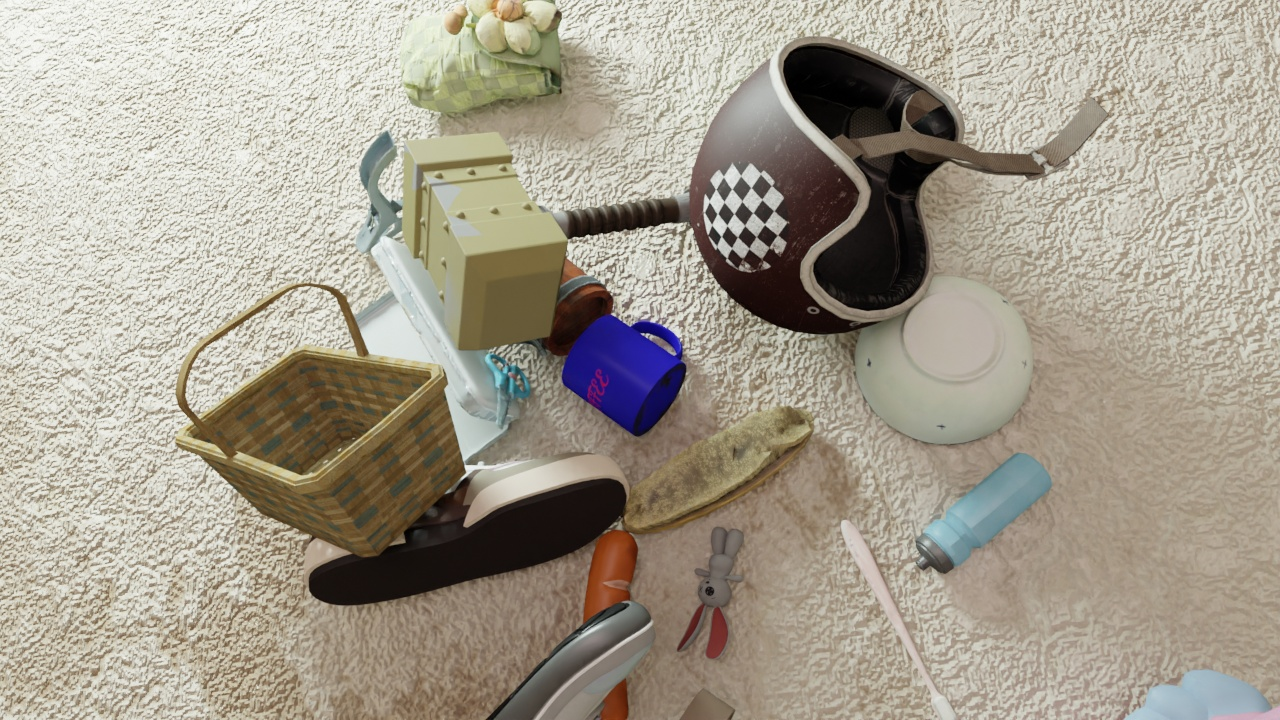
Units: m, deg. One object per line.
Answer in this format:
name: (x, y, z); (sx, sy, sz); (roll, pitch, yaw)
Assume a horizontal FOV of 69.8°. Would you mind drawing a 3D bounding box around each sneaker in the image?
sneaker: (-0.047, 0.316, 0.708); (0.160, 0.093, 0.257); (47, 106, 11)
sneaker: (-0.155, 0.123, 0.820); (0.294, 0.112, 0.116); (-19, 51, 9)

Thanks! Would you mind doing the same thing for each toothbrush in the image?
toothbrush: (0.211, 0.214, 0.760); (0.015, 0.018, 0.181); (-25, 68, 0)

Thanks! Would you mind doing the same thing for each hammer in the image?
hammer: (-0.033, -0.128, 0.833); (0.324, 0.101, 0.190); (-13, 50, -26)

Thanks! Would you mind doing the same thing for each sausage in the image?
sausage: (-0.028, 0.228, 0.785); (0.044, 0.039, 0.164); (-5, 70, 24)

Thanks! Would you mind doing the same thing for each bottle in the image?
bottle: (0.281, 0.131, 0.764); (0.130, 0.040, 0.040); (-38, 69, -4)

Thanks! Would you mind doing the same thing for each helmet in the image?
helmet: (0.168, -0.145, 0.755); (0.234, 0.254, 0.232); (44, 47, 13)

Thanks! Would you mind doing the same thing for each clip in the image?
clip: (-0.238, -0.178, 0.908); (0.169, 0.164, 0.031); (-32, 68, 1)

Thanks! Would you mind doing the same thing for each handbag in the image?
handbag: (-0.170, -0.333, 0.966); (0.186, 0.117, 0.113); (-8, 70, 5)

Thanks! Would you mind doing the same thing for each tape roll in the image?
tape roll: (0.037, 0.306, 0.717); (0.030, 0.094, 0.093); (29, 78, 18)

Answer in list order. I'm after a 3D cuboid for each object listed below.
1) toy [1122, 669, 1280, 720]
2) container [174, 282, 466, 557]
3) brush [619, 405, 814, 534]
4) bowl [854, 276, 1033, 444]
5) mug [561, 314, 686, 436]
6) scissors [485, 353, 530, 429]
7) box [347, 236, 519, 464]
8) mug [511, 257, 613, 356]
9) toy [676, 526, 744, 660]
toy: (0.370, 0.307, 0.655); (0.222, 0.120, 0.171); (2, 81, 10)
container: (-0.281, 0.039, 0.767); (0.250, 0.186, 0.157); (7, 40, 42)
brush: (0.068, 0.096, 0.812); (0.195, 0.043, 0.059); (-29, 69, 1)
bowl: (0.267, -0.009, 0.799); (0.153, 0.073, 0.153); (-3, 69, 8)
mug: (-0.005, 0.005, 0.846); (0.083, 0.079, 0.111); (34, 52, 19)
scissors: (-0.122, 0.029, 0.830); (0.015, 0.136, 0.055); (-43, 109, 9)
box: (-0.205, -0.009, 0.866); (0.130, 0.105, 0.210); (-39, 69, -1)
mug: (-0.105, -0.057, 0.880); (0.117, 0.081, 0.111); (-43, 66, -6)
toy: (0.063, 0.198, 0.785); (0.049, 0.030, 0.111); (-1, 65, 40)
